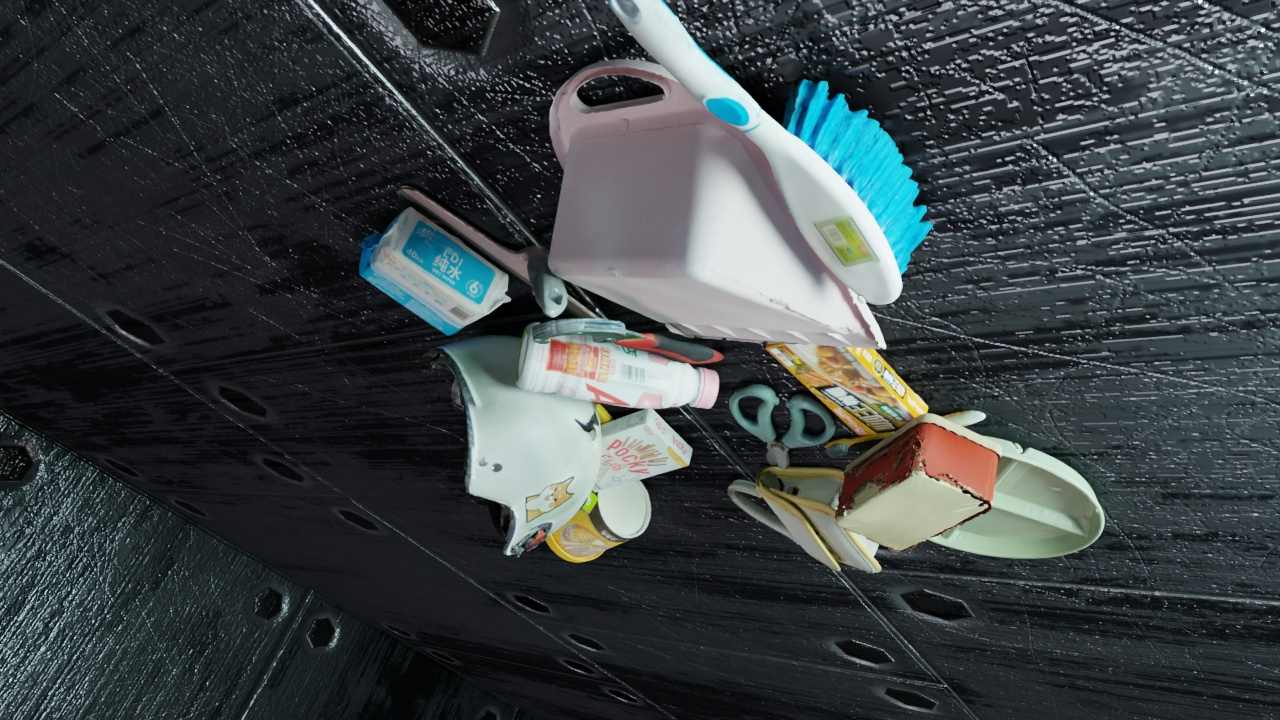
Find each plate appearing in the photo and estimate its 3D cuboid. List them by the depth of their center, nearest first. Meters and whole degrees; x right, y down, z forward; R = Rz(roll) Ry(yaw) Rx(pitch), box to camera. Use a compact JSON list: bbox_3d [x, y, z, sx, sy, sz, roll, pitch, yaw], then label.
[{"bbox_3d":[0.347,0.139,0.937,0.230,0.027,0.231,17,149,10],"label":"plate"}]

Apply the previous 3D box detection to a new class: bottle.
[{"bbox_3d":[-0.021,0.012,0.905,0.197,0.068,0.068,10,153,-14],"label":"bottle"}]

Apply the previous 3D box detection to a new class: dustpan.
[{"bbox_3d":[0.050,-0.109,0.711,0.223,0.138,0.273,6,171,42],"label":"dustpan"}]

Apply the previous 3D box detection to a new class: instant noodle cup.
[{"bbox_3d":[-0.057,0.205,1.242,0.118,0.118,0.115,38,139,-25],"label":"instant noodle cup"}]

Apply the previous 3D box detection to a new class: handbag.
[{"bbox_3d":[0.192,0.189,1.099,0.179,0.063,0.163,1,143,40],"label":"handbag"}]

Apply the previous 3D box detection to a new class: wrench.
[{"bbox_3d":[0.004,-0.013,0.798,0.056,0.016,0.273,-11,169,31],"label":"wrench"}]

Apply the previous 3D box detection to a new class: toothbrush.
[{"bbox_3d":[0.254,0.074,0.901,0.016,0.018,0.192,35,148,-24],"label":"toothbrush"}]

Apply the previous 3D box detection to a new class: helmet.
[{"bbox_3d":[-0.122,0.082,1.014,0.156,0.230,0.274,-21,141,-8],"label":"helmet"}]

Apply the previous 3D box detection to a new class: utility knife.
[{"bbox_3d":[-0.030,0.087,1.122,0.033,0.015,0.195,-7,138,32],"label":"utility knife"}]

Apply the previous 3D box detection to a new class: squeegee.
[{"bbox_3d":[-0.092,-0.077,0.794,0.247,0.040,0.249,36,-177,-21],"label":"squeegee"}]

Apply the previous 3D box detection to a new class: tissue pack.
[{"bbox_3d":[-0.203,-0.086,0.907,0.140,0.063,0.090,36,149,-24],"label":"tissue pack"}]

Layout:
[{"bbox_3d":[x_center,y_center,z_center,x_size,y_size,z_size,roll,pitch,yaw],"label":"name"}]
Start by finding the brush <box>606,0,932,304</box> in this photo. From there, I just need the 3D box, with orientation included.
[{"bbox_3d":[0.091,-0.142,0.570,0.061,0.109,0.314,-7,138,43],"label":"brush"}]

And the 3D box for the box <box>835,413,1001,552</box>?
[{"bbox_3d":[0.255,0.126,0.871,0.091,0.079,0.169,24,150,-4],"label":"box"}]

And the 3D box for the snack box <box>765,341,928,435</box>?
[{"bbox_3d":[0.191,0.016,0.842,0.153,0.026,0.075,40,147,-29],"label":"snack box"}]

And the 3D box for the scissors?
[{"bbox_3d":[0.168,0.080,0.974,0.132,0.019,0.185,3,147,31],"label":"scissors"}]

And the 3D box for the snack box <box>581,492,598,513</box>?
[{"bbox_3d":[-0.131,0.145,1.194,0.156,0.026,0.086,19,159,45],"label":"snack box"}]

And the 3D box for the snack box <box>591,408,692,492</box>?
[{"bbox_3d":[-0.024,0.111,1.111,0.157,0.026,0.084,-21,127,36],"label":"snack box"}]
